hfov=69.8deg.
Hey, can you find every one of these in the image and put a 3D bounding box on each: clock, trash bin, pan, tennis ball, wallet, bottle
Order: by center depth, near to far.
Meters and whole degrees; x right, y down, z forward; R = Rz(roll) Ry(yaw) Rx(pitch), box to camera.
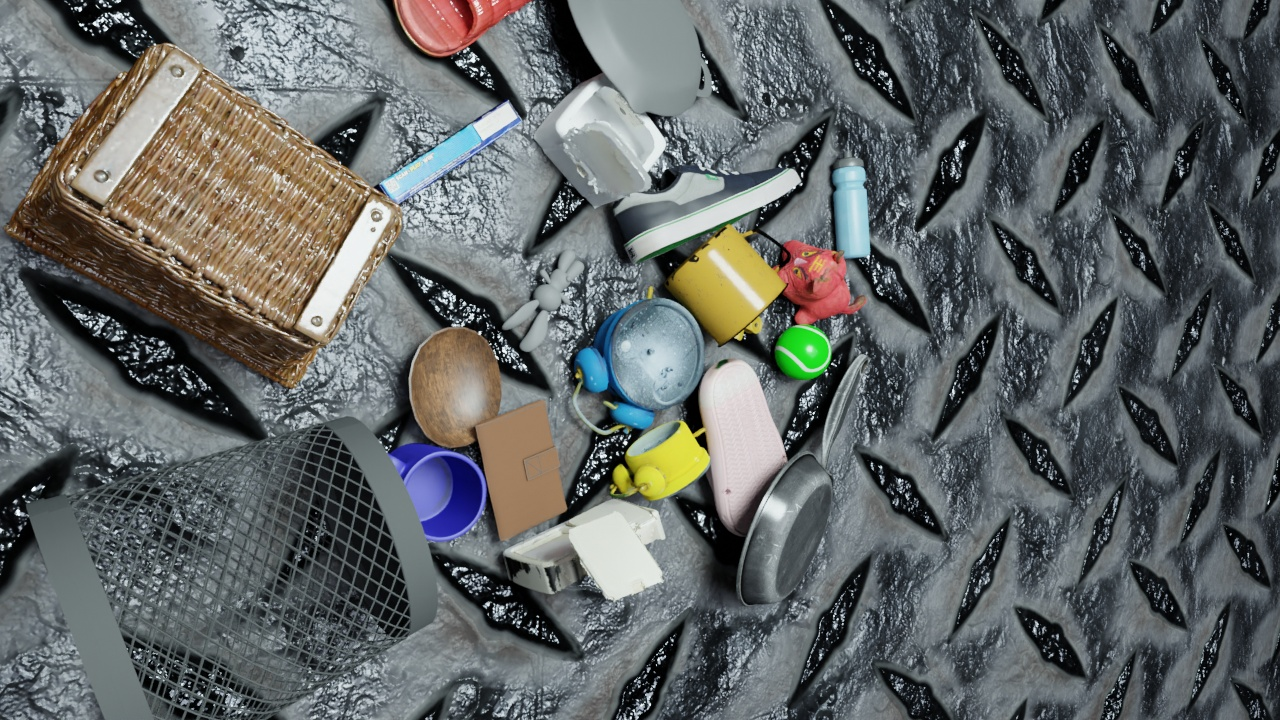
[{"bbox_3d":[-0.303,0.169,0.705,0.226,0.218,0.218,-21,101,-33],"label":"trash bin"},{"bbox_3d":[-0.041,-0.364,0.898,0.354,0.024,0.216,24,57,-39],"label":"pan"},{"bbox_3d":[-0.118,0.108,0.914,0.087,0.013,0.121,-20,105,-42],"label":"wallet"},{"bbox_3d":[-0.006,0.006,0.964,0.161,0.060,0.117,-48,114,-19],"label":"clock"},{"bbox_3d":[0.019,0.113,0.966,0.118,0.083,0.057,-37,103,-28],"label":"clock"},{"bbox_3d":[0.205,0.130,1.069,0.355,0.055,0.187,-53,148,-26],"label":"pan"},{"bbox_3d":[0.190,-0.010,1.075,0.065,0.065,0.065,0,91,-31],"label":"tennis ball"},{"bbox_3d":[0.258,-0.191,1.127,0.040,0.040,0.130,-7,94,-31],"label":"bottle"}]

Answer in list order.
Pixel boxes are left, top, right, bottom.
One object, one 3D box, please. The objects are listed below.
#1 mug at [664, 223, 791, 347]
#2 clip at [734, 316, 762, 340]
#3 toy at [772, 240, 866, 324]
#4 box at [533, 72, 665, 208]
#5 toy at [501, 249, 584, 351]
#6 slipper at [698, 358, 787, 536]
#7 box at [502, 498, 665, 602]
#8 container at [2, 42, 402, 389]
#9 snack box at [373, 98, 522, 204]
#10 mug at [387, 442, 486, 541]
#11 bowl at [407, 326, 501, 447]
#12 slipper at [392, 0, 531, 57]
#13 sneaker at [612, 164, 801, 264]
[{"bbox_3d":[0.098,-0.090,0.982,0.124,0.100,0.094,-43,92,7],"label":"mug"},{"bbox_3d":[0.117,-0.046,1.060,0.049,0.045,0.054,33,67,-70],"label":"clip"},{"bbox_3d":[0.223,-0.082,1.078,0.133,0.094,0.088,28,77,-30],"label":"toy"},{"bbox_3d":[-0.027,-0.218,0.903,0.109,0.137,0.120,46,68,-20],"label":"box"},{"bbox_3d":[-0.094,-0.063,0.927,0.049,0.030,0.111,50,61,-37],"label":"toy"},{"bbox_3d":[0.110,0.102,1.033,0.106,0.056,0.222,-29,116,-30],"label":"slipper"},{"bbox_3d":[-0.035,0.163,0.873,0.143,0.187,0.070,-21,100,-36],"label":"box"},{"bbox_3d":[-0.318,-0.107,0.702,0.250,0.183,0.162,35,72,-27],"label":"container"},{"bbox_3d":[-0.183,-0.183,0.841,0.150,0.082,0.027,-41,109,-23],"label":"snack box"},{"bbox_3d":[-0.205,0.110,0.832,0.111,0.084,0.079,37,73,-26],"label":"mug"},{"bbox_3d":[-0.182,0.025,0.875,0.101,0.026,0.114,-16,103,-43],"label":"bowl"},{"bbox_3d":[-0.136,-0.390,0.880,0.248,0.059,0.103,-49,114,-22],"label":"slipper"},{"bbox_3d":[0.075,-0.183,0.999,0.234,0.084,0.079,-25,90,-27],"label":"sneaker"}]
